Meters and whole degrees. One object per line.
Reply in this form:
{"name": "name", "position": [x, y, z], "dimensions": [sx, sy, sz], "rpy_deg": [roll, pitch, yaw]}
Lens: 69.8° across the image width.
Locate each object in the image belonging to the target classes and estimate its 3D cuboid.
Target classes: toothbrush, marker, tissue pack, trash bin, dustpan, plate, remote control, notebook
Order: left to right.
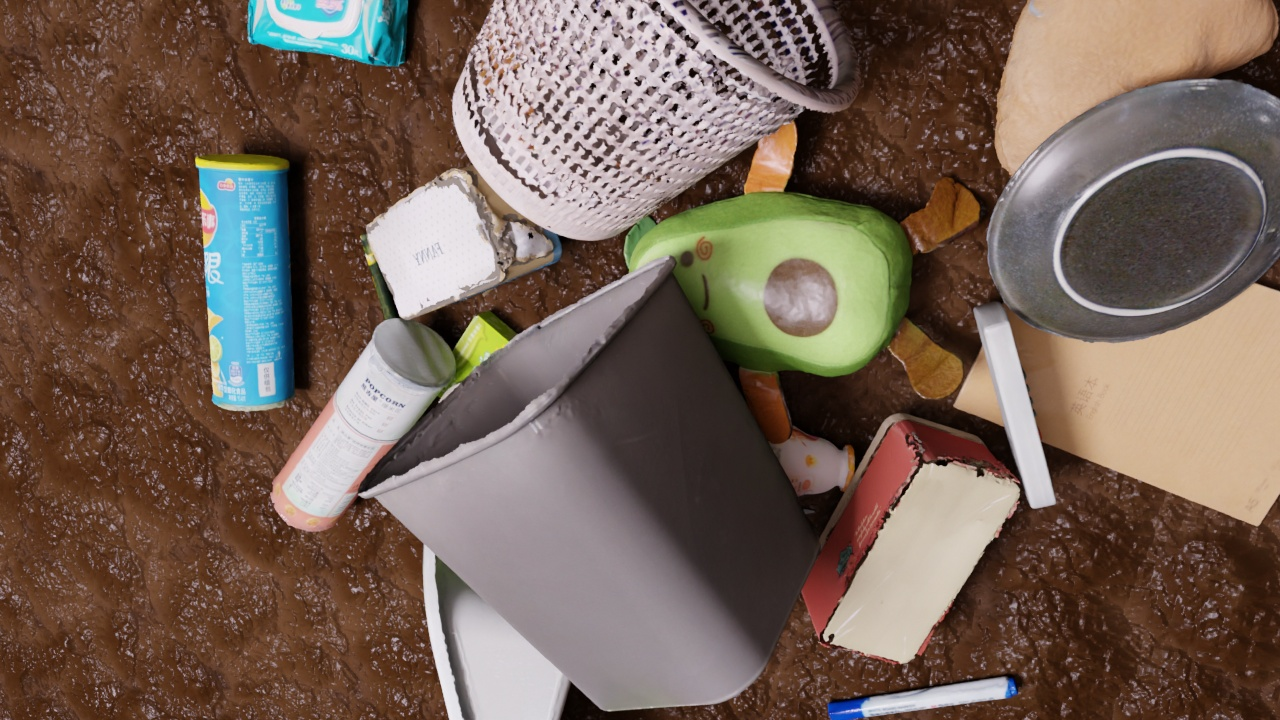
{"name": "tissue pack", "position": [-0.241, -0.282, 0.703], "dimensions": [0.133, 0.050, 0.093], "rpy_deg": [13, 109, 15]}
{"name": "toothbrush", "position": [-0.211, -0.018, 0.788], "dimensions": [0.017, 0.012, 0.186], "rpy_deg": [-7, 103, 31]}
{"name": "dustpan", "position": [-0.120, 0.231, 0.721], "dimensions": [0.142, 0.222, 0.258], "rpy_deg": [17, 99, 1]}
{"name": "trash bin", "position": [-0.019, 0.088, 0.590], "dimensions": [0.199, 0.198, 0.220], "rpy_deg": [-23, 109, 42]}
{"name": "trash bin", "position": [-0.009, -0.188, 0.577], "dimensions": [0.227, 0.226, 0.193], "rpy_deg": [51, 127, 0]}
{"name": "marker", "position": [0.219, 0.266, 0.720], "dimensions": [0.146, 0.016, 0.017], "rpy_deg": [-18, 99, 22]}
{"name": "remote control", "position": [0.249, 0.028, 0.610], "dimensions": [0.019, 0.056, 0.135], "rpy_deg": [-16, 103, 17]}
{"name": "plate", "position": [0.299, -0.076, 0.537], "dimensions": [0.179, 0.024, 0.180], "rpy_deg": [2, 128, 2]}
{"name": "notebook", "position": [0.341, 0.007, 0.610], "dimensions": [0.211, 0.012, 0.150], "rpy_deg": [22, 112, 11]}

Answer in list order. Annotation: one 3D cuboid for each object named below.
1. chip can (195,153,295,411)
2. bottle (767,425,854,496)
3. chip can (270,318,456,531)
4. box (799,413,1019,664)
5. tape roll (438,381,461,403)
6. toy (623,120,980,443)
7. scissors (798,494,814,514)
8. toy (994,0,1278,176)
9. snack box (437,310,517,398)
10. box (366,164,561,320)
{"name": "chip can", "position": [-0.334, -0.066, 0.784], "dimensions": [0.071, 0.071, 0.210], "rpy_deg": [10, 108, 16]}
{"name": "bottle", "position": [0.102, 0.075, 0.682], "dimensions": [0.108, 0.063, 0.063], "rpy_deg": [6, 107, 2]}
{"name": "chip can", "position": [-0.238, 0.060, 0.771], "dimensions": [0.071, 0.071, 0.215], "rpy_deg": [45, 121, 2]}
{"name": "box", "position": [0.188, 0.132, 0.645], "dimensions": [0.091, 0.080, 0.169], "rpy_deg": [17, 113, -14]}
{"name": "tape roll", "position": [-0.128, 0.056, 0.750], "dimensions": [0.086, 0.013, 0.086], "rpy_deg": [6, 108, 18]}
{"name": "toy", "position": [0.102, -0.053, 0.632], "dimensions": [0.247, 0.090, 0.227], "rpy_deg": [3, 96, 14]}
{"name": "scissors", "position": [0.047, 0.122, 0.740], "dimensions": [0.146, 0.014, 0.172], "rpy_deg": [39, 113, 3]}
{"name": "toy", "position": [0.294, -0.199, 0.535], "dimensions": [0.143, 0.082, 0.226], "rpy_deg": [17, 109, -8]}
{"name": "snack box", "position": [-0.093, 0.040, 0.756], "dimensions": [0.156, 0.026, 0.086], "rpy_deg": [39, 113, 4]}
{"name": "box", "position": [-0.139, -0.087, 0.684], "dimensions": [0.185, 0.061, 0.090], "rpy_deg": [-9, 105, 52]}
